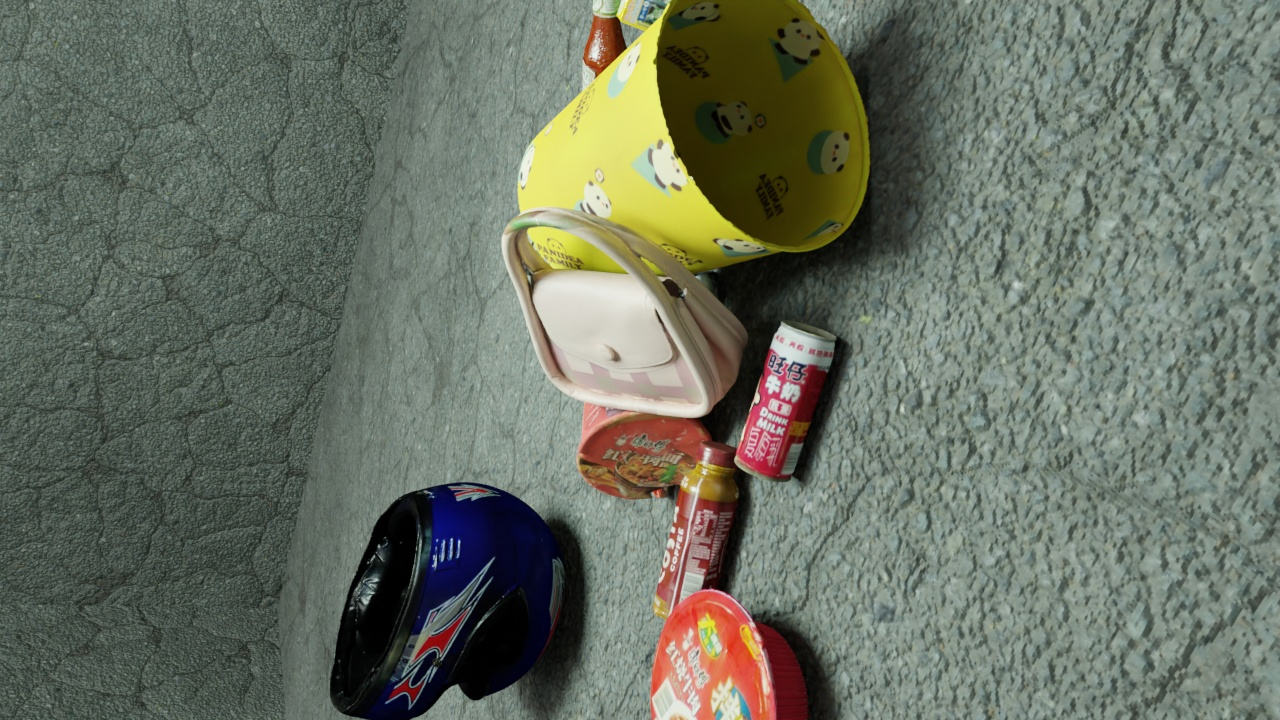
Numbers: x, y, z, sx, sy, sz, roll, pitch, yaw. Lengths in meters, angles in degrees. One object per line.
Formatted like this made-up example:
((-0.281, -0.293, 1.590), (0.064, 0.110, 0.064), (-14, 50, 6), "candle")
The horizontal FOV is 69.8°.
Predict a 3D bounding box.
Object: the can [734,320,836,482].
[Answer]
((0.126, 0.035, 0.797), (0.053, 0.053, 0.133), (40, 117, 59), "can")

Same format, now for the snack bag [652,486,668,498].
((0.004, 0.122, 1.032), (0.104, 0.026, 0.048), (10, 85, 63), "snack bag")

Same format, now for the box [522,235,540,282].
((-0.144, -0.119, 1.273), (0.164, 0.051, 0.068), (91, -157, -52), "box")

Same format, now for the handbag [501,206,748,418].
((-0.030, -0.052, 0.807), (0.194, 0.234, 0.093), (7, 57, 35), "handbag")

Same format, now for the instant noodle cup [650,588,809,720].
((0.081, 0.297, 0.793), (0.194, 0.065, 0.193), (-27, 58, 56), "instant noodle cup")

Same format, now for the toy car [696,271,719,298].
((0.054, -0.071, 0.988), (0.091, 0.034, 0.043), (-11, 69, 60), "toy car")

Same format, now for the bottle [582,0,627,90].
((-0.044, -0.399, 1.168), (0.206, 0.059, 0.059), (93, 163, -44), "bottle")

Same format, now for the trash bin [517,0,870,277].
((0.030, -0.176, 0.819), (0.256, 0.229, 0.229), (-16, 68, 52), "trash bin")

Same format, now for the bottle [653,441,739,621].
((0.057, 0.166, 0.883), (0.057, 0.057, 0.175), (25, 104, 62), "bottle")

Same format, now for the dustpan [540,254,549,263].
((-0.114, -0.149, 1.214), (0.258, 0.142, 0.222), (-14, 70, 59), "dustpan")

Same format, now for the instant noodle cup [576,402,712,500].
((-0.001, 0.059, 0.953), (0.138, 0.137, 0.108), (-57, 27, 38), "instant noodle cup")

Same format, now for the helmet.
((-0.229, 0.316, 1.173), (0.247, 0.240, 0.315), (34, 101, 59), "helmet")

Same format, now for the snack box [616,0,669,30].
((0.055, -0.375, 0.958), (0.033, 0.140, 0.087), (-107, 36, -57), "snack box")
